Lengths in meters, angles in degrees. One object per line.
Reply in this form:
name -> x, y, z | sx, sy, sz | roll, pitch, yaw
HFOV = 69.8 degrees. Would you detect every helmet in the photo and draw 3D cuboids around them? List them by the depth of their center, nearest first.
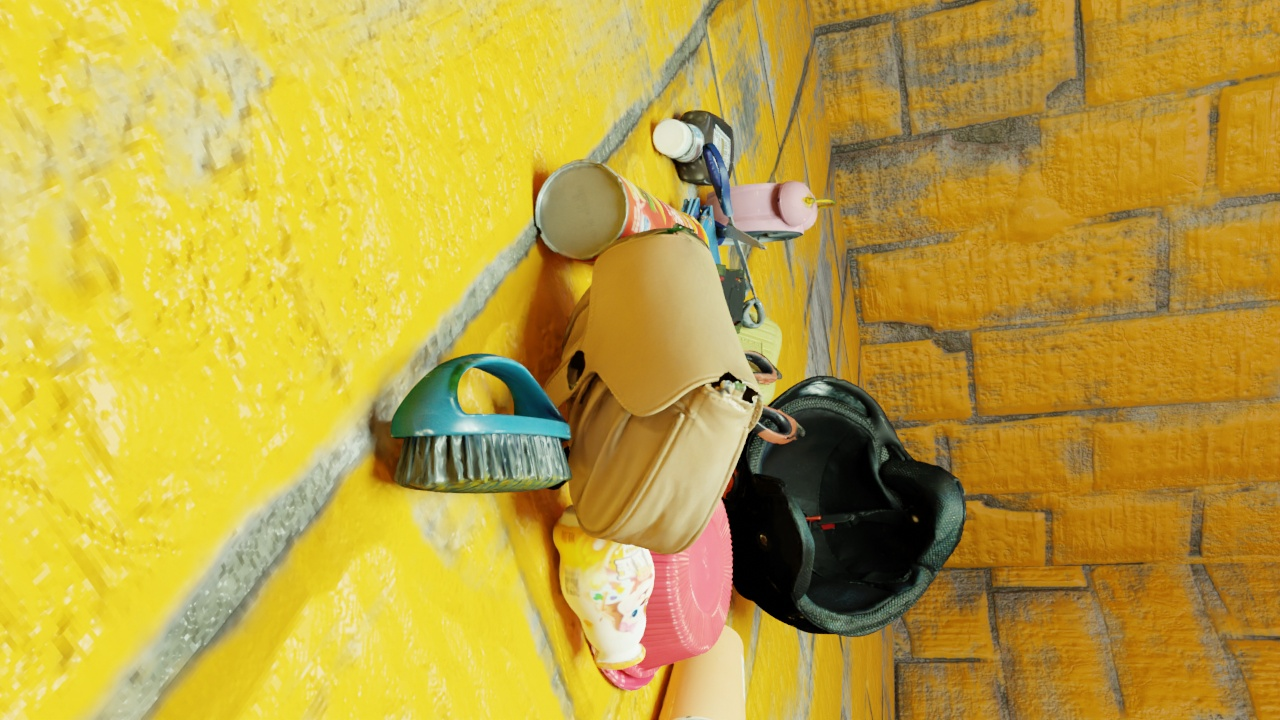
helmet -> 0.196, 0.164, 1.010 | 0.231, 0.233, 0.274 | 142, -58, -59

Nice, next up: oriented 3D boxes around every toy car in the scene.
toy car -> 0.072, -0.057, 0.888 | 0.155, 0.041, 0.071 | -10, 106, -69

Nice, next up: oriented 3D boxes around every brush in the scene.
brush -> -0.080, 0.033, 0.483 | 0.143, 0.055, 0.073 | 16, 70, -70

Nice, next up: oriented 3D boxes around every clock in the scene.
clock -> 0.148, -0.171, 1.066 | 0.117, 0.159, 0.060 | -6, 93, -73

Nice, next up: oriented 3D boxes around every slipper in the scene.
slipper -> 0.105, 0.006, 1.033 | 0.190, 0.091, 0.082 | -77, -170, -58

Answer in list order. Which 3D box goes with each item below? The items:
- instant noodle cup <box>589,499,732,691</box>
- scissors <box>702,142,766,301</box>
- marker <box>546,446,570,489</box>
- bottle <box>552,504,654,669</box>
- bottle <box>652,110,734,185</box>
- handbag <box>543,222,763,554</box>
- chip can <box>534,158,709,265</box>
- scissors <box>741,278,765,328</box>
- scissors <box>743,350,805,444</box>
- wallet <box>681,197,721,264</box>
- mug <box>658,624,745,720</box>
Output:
instant noodle cup -> 0.023, 0.158, 0.718 | 0.193, 0.066, 0.194 | -5, 90, -67
scissors -> 0.091, -0.145, 0.955 | 0.173, 0.012, 0.162 | -135, -152, -64
marker -> -0.040, 0.065, 0.654 | 0.022, 0.020, 0.131 | -69, 168, 15
bottle -> -0.021, 0.148, 0.611 | 0.063, 0.063, 0.108 | -27, 110, -70
bottle -> 0.060, -0.234, 1.001 | 0.194, 0.044, 0.080 | -21, 114, -70
handbag -> 0.000, 0.012, 0.576 | 0.148, 0.099, 0.204 | -58, -153, 31
chip can -> -0.007, -0.101, 0.719 | 0.216, 0.073, 0.073 | 6, 79, -71
scissors -> 0.100, -0.037, 0.981 | 0.136, 0.014, 0.174 | 36, 39, -36
scissors -> 0.084, 0.035, 0.878 | 0.215, 0.015, 0.195 | 39, 35, -14
wallet -> 0.051, -0.087, 0.938 | 0.106, 0.040, 0.132 | 71, 29, -44
mug -> 0.057, 0.290, 0.797 | 0.122, 0.078, 0.078 | -70, 149, -60
